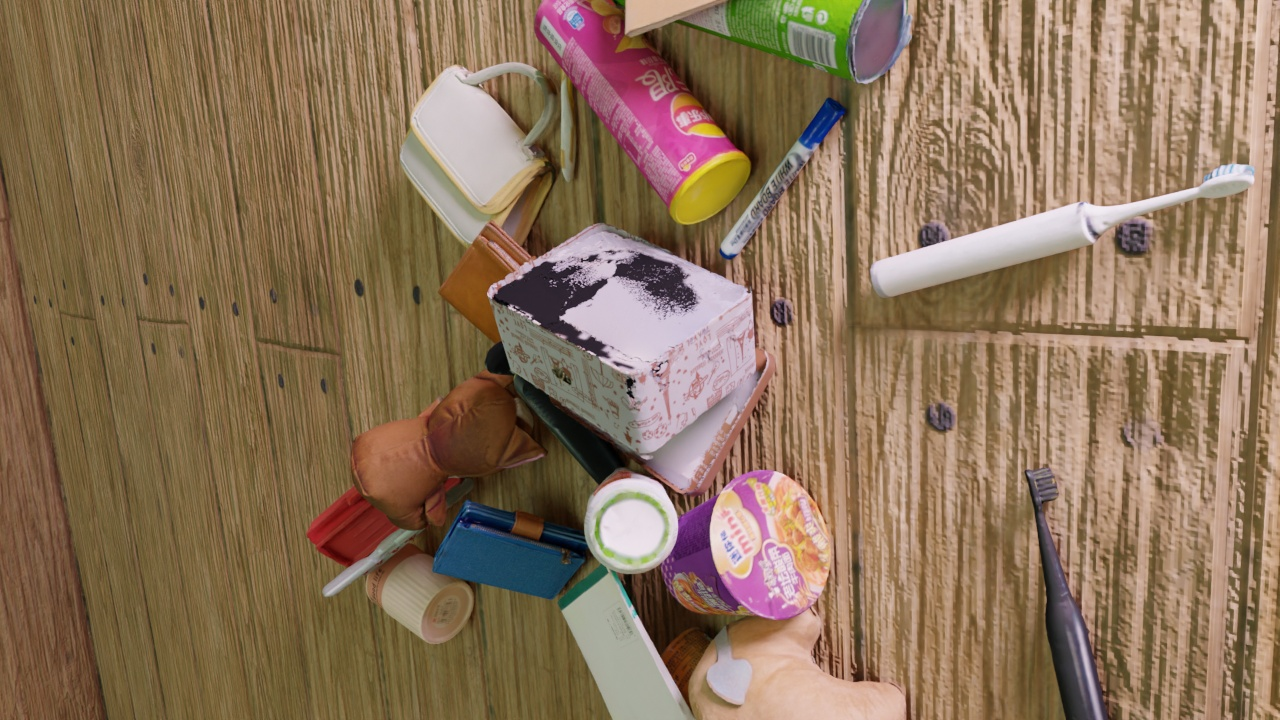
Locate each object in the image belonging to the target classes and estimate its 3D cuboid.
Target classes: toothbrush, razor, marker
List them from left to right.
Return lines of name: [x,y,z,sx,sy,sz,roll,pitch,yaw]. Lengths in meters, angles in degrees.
razor: [-0.074,0.045,0.847,0.167,0.062,0.068,52,167,-4]
toothbrush: [-0.060,-0.253,0.802,0.018,0.016,0.191,10,107,33]
marker: [0.101,-0.130,0.676,0.017,0.016,0.146,53,131,21]
toothbrush: [0.239,-0.075,0.548,0.222,0.026,0.027,-15,128,45]
toothbrush: [0.272,0.172,0.582,0.027,0.026,0.212,-12,91,10]

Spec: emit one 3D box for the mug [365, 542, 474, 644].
mug: [-0.258,0.287,1.089,0.106,0.081,0.115,21,130,38]

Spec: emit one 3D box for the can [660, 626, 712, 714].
can: [0.080,0.293,0.774,0.146,0.058,0.058,37,124,32]

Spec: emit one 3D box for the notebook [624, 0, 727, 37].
notebook: [0.051,-0.332,0.612,0.148,0.008,0.207,-8,76,33]

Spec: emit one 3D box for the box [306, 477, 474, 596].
box: [-0.281,0.183,1.018,0.202,0.095,0.099,-38,27,15]

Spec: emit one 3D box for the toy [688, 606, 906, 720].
toy: [0.135,0.286,0.678,0.143,0.082,0.226,-48,60,-4]

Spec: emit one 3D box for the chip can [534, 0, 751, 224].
chip can: [-0.002,-0.206,0.718,0.210,0.071,0.072,55,132,20]

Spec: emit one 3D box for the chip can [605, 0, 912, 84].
chip can: [0.069,-0.255,0.634,0.236,0.072,0.072,32,121,34]

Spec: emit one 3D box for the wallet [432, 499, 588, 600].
wallet: [-0.129,0.191,0.911,0.040,0.133,0.107,-93,28,-47]

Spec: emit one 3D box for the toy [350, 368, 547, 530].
toy: [-0.187,0.089,0.924,0.200,0.130,0.140,-32,62,14]

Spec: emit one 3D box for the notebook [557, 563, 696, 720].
notebook: [-0.022,0.272,0.848,0.150,0.012,0.210,61,155,14]

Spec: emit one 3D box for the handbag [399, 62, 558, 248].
handbag: [-0.149,-0.211,0.871,0.163,0.063,0.179,50,126,21]

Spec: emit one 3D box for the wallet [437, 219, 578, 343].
wallet: [-0.116,-0.057,0.862,0.130,0.035,0.119,42,126,-4]

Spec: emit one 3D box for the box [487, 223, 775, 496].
box: [-0.003,0.005,0.734,0.182,0.150,0.168,30,141,39]

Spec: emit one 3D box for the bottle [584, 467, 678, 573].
bottle: [-0.010,0.121,0.744,0.197,0.068,0.068,141,114,-87]

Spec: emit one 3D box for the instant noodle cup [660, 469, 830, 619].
instant noodle cup: [0.074,0.151,0.715,0.099,0.111,0.111,-35,76,52]
